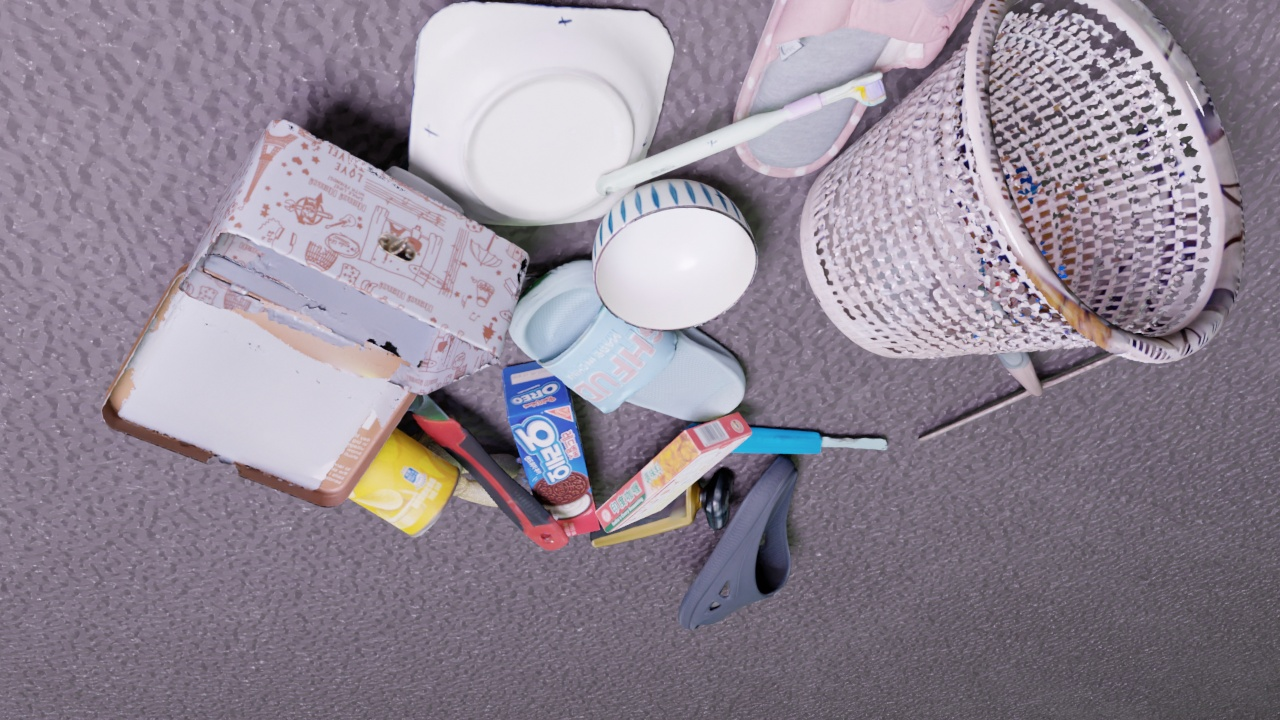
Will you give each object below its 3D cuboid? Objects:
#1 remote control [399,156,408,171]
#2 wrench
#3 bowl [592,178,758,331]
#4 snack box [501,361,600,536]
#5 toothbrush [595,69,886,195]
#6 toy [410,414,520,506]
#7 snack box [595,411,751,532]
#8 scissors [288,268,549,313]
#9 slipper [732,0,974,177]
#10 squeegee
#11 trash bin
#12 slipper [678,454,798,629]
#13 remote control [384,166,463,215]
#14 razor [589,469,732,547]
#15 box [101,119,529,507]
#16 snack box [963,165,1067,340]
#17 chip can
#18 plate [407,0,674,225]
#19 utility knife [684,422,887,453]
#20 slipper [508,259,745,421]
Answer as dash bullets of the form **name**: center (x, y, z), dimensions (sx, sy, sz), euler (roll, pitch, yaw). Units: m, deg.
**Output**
- **remote control**: center (-0.141, -0.117, 0.625), dimensions (0.053, 0.024, 0.137), euler (26, 129, -32)
- **wrench**: center (-0.156, 0.079, 0.793), dimensions (0.056, 0.016, 0.273), euler (-31, 116, 26)
- **bowl**: center (0.021, -0.084, 0.659), dimensions (0.116, 0.066, 0.117), euler (-5, 138, -5)
- **snack box**: center (-0.080, 0.087, 0.842), dimensions (0.058, 0.057, 0.208), euler (-11, 139, -3)
- **toothbrush**: center (0.059, -0.139, 0.574), dimensions (0.190, 0.020, 0.029), euler (-17, 157, 14)
- **toy**: center (-0.184, 0.097, 0.840), dimensions (0.157, 0.066, 0.105), euler (17, 101, -32)
- **snack box**: center (0.029, 0.105, 0.846), dimensions (0.076, 0.027, 0.156), euler (-14, 156, -45)
- **scissors**: center (-0.176, -0.048, 0.684), dimensions (0.206, 0.015, 0.196), euler (-24, 159, 32)
- **slipper**: center (0.136, -0.213, 0.541), dimensions (0.114, 0.054, 0.275), euler (10, 137, -20)
- **squeegee**: center (0.321, -0.003, 0.787), dimensions (0.248, 0.040, 0.249), euler (-28, 146, 23)
- **trash bin**: center (0.215, -0.091, 0.571), dimensions (0.227, 0.227, 0.193), euler (16, 161, -25)
- **slipper**: center (0.116, 0.213, 0.965), dimensions (0.083, 0.110, 0.269), euler (34, 132, 15)
- **remote control**: center (-0.177, -0.088, 0.619), dimensions (0.056, 0.019, 0.135), euler (32, 148, -34)
- **razor**: center (0.020, 0.161, 0.947), dimensions (0.168, 0.062, 0.067), euler (-22, 108, 22)
- **box**: center (-0.215, -0.019, 0.604), dimensions (0.178, 0.124, 0.275), euler (28, 129, -29)
- **snack box**: center (0.290, -0.080, 0.738), dimensions (0.085, 0.026, 0.157), euler (-25, 136, 18)
- **chip can**: center (-0.250, 0.059, 0.732), dimensions (0.213, 0.071, 0.072), euler (39, 122, -22)
- **plate**: center (-0.062, -0.142, 0.583), dimensions (0.163, 0.034, 0.165), euler (-5, 140, -21)
- **utility knife**: center (0.144, 0.080, 0.899), dimensions (0.216, 0.018, 0.034), euler (4, 136, -12)
- **slipper**: center (-0.004, 0.004, 0.747), dimensions (0.245, 0.074, 0.104), euler (27, 128, -38)
